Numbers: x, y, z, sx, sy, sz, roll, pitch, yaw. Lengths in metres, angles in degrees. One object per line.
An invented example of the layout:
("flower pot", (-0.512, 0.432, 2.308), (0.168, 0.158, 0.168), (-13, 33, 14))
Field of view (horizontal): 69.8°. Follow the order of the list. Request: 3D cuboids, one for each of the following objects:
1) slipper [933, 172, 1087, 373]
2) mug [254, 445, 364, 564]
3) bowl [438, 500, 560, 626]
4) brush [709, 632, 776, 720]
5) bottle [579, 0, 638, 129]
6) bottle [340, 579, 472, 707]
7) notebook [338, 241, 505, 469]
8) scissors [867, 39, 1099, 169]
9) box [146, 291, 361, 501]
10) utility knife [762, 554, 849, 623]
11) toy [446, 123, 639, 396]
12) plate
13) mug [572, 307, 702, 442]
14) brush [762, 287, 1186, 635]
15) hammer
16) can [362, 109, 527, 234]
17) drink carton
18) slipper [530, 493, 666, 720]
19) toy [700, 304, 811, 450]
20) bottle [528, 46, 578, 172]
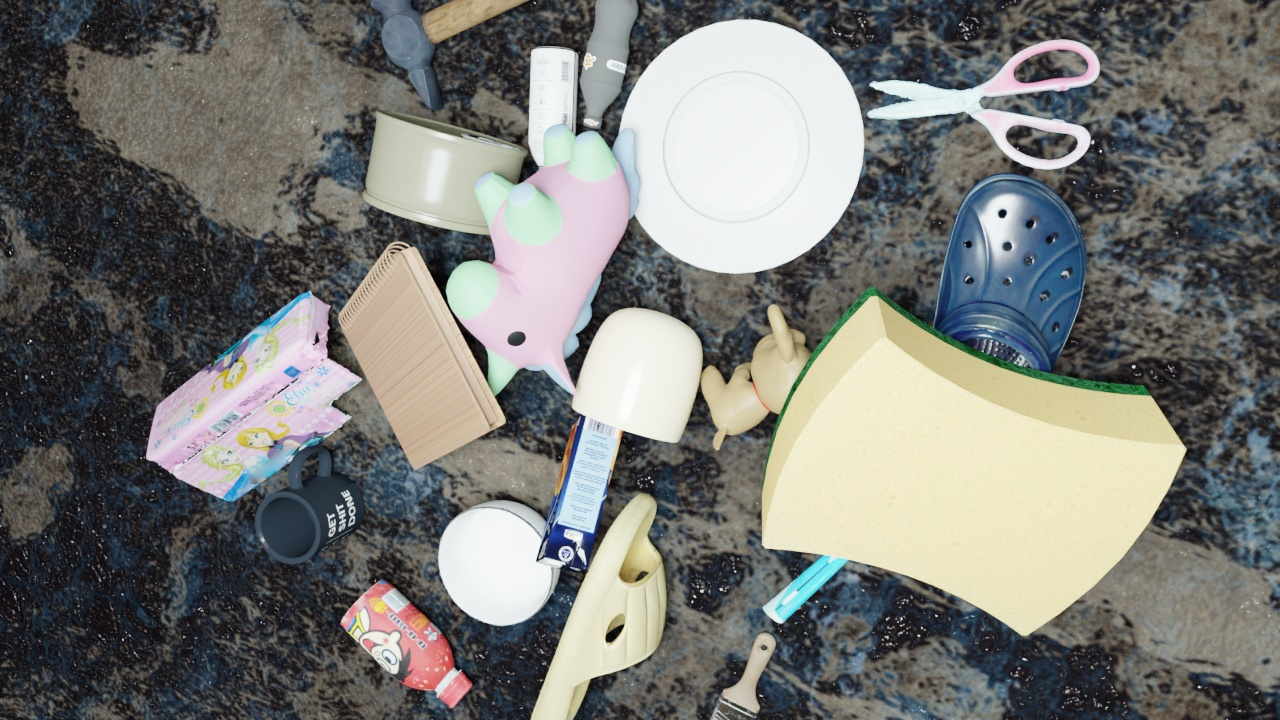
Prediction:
("slipper", (0.274, -0.013, 0.702), (0.105, 0.095, 0.253), (13, 106, 15))
("mug", (-0.321, 0.136, 0.896), (0.071, 0.077, 0.105), (5, 100, 15))
("bowl", (-0.125, 0.181, 0.856), (0.113, 0.063, 0.113), (2, 99, 15))
("brush", (0.091, 0.316, 0.844), (0.039, 0.012, 0.151), (24, 104, 11))
("bottle", (-0.030, -0.252, 0.776), (0.036, 0.036, 0.110), (16, 102, 13))
("bottle", (-0.224, 0.283, 0.901), (0.137, 0.061, 0.062), (41, 106, 7))
("notebook", (-0.201, 0.003, 0.804), (0.211, 0.022, 0.169), (-27, 90, 57))
("scissors", (0.262, -0.187, 0.718), (0.179, 0.016, 0.105), (-4, 98, 16))
("box", (-0.376, 0.041, 0.922), (0.231, 0.105, 0.086), (-32, 45, 17))
("utility knife", (0.156, 0.185, 0.805), (0.124, 0.015, 0.022), (-49, 54, 15))
("toy", (-0.068, -0.087, 0.760), (0.120, 0.221, 0.171), (26, 150, 42))
("plate", (0.080, -0.177, 0.768), (0.209, 0.015, 0.209), (2, 99, 15))
("mug", (-0.005, 0.005, 0.785), (0.120, 0.096, 0.100), (20, 93, 52))
("brush", (0.228, 0.079, 0.671), (0.250, 0.075, 0.195), (19, 122, -4))
("hammer", (-0.079, -0.328, 0.781), (0.322, 0.040, 0.129), (-18, 97, 16))
("can", (-0.167, -0.160, 0.782), (0.128, 0.127, 0.073), (19, 105, 12))
("drink carton", (-0.053, 0.117, 0.796), (0.040, 0.064, 0.130), (16, 72, -7))
("slipper", (-0.026, 0.246, 0.815), (0.079, 0.111, 0.262), (26, 108, 13))
("toy", (0.106, 0.021, 0.751), (0.108, 0.105, 0.134), (-32, 112, 27))
("bottle", (-0.076, -0.208, 0.794), (0.041, 0.041, 0.116), (5, 100, 15))
